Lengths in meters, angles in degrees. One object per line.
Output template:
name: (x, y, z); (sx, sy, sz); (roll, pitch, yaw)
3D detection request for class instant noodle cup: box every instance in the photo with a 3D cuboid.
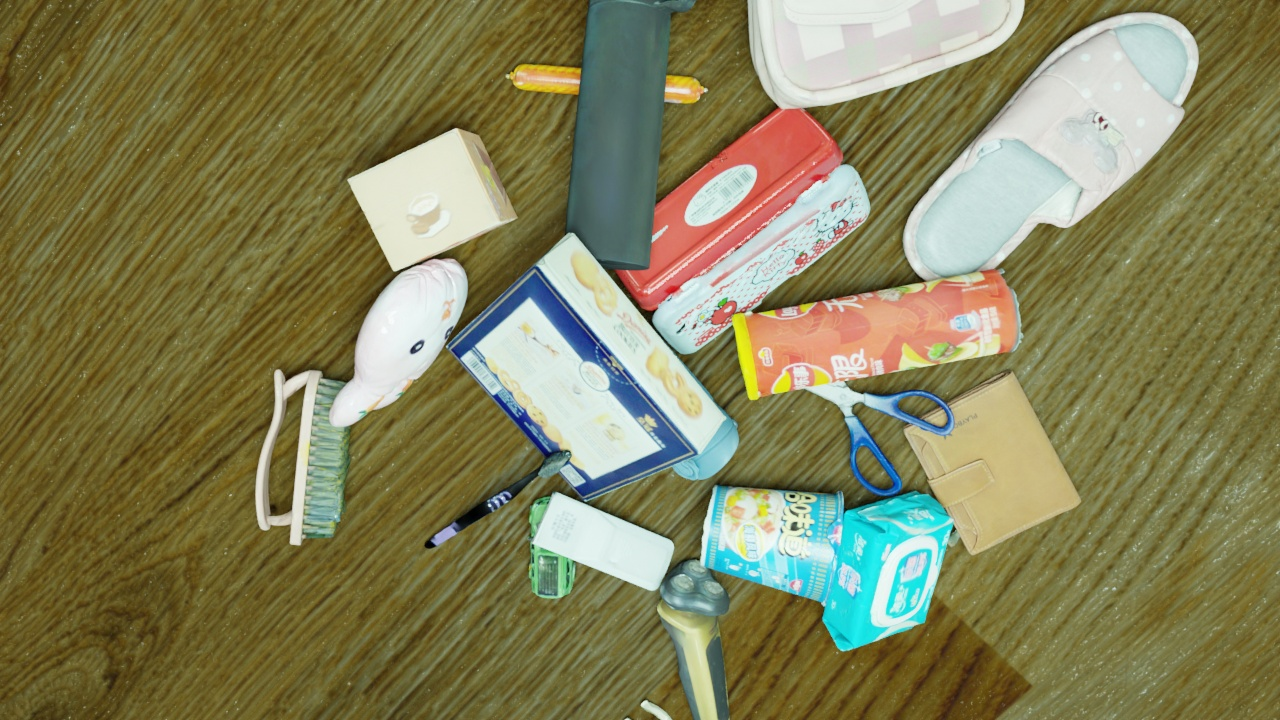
instant noodle cup: (0.110, 0.149, 0.781); (0.110, 0.099, 0.099); (10, 101, 8)

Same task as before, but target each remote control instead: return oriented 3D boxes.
remote control: (-0.030, 0.158, 0.796); (0.125, 0.024, 0.049); (25, 80, -18)

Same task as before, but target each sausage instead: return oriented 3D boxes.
sausage: (-0.027, -0.224, 0.743); (0.165, 0.021, 0.021); (5, 101, 0)

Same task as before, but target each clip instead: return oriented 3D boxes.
clip: (0.026, 0.354, 0.856); (0.104, 0.086, 0.035); (36, 99, -34)

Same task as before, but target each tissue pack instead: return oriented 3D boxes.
tissue pack: (0.208, 0.179, 0.775); (0.093, 0.050, 0.134); (-7, 116, -32)

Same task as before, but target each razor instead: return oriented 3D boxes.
razor: (0.056, 0.262, 0.820); (0.068, 0.062, 0.167); (-1, 108, 32)

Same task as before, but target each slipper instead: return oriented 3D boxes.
slipper: (0.326, -0.165, 0.731); (0.275, 0.054, 0.114); (-42, 97, 10)

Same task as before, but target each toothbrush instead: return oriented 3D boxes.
toothbrush: (-0.126, 0.124, 0.785); (0.189, 0.016, 0.014); (-34, 111, 28)

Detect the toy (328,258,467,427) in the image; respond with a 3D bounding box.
toy: (-0.195, -0.013, 0.743); (0.054, 0.121, 0.160); (37, 114, 5)

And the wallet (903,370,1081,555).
wallet: (0.296, 0.092, 0.794); (0.119, 0.035, 0.130); (-30, 95, 4)

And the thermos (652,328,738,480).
thermos: (-0.005, 0.004, 0.764); (0.070, 0.070, 0.220); (-40, 97, 8)

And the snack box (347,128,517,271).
snack box: (-0.161, -0.127, 0.728); (0.093, 0.094, 0.077); (-23, 100, 5)

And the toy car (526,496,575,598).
toy car: (-0.078, 0.166, 0.813); (0.043, 0.036, 0.091); (1, 97, 2)

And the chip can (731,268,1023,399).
chip can: (0.186, -0.020, 0.740); (0.217, 0.073, 0.073); (-10, 100, 4)

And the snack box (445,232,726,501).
snack box: (-0.049, 0.016, 0.721); (0.178, 0.045, 0.183); (50, 143, -7)

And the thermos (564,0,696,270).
thermos: (-0.008, -0.192, 0.690); (0.090, 0.068, 0.242); (7, 92, 43)

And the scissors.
scissors: (0.183, 0.044, 0.783); (0.162, 0.012, 0.163); (1, 96, 12)

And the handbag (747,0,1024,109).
handbag: (0.161, -0.313, 0.657); (0.193, 0.093, 0.234); (-17, 116, 0)

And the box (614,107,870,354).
box: (0.081, -0.105, 0.756); (0.201, 0.100, 0.095); (-37, 56, 7)

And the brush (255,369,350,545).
brush: (-0.287, 0.079, 0.786); (0.073, 0.063, 0.146); (6, 100, -11)
